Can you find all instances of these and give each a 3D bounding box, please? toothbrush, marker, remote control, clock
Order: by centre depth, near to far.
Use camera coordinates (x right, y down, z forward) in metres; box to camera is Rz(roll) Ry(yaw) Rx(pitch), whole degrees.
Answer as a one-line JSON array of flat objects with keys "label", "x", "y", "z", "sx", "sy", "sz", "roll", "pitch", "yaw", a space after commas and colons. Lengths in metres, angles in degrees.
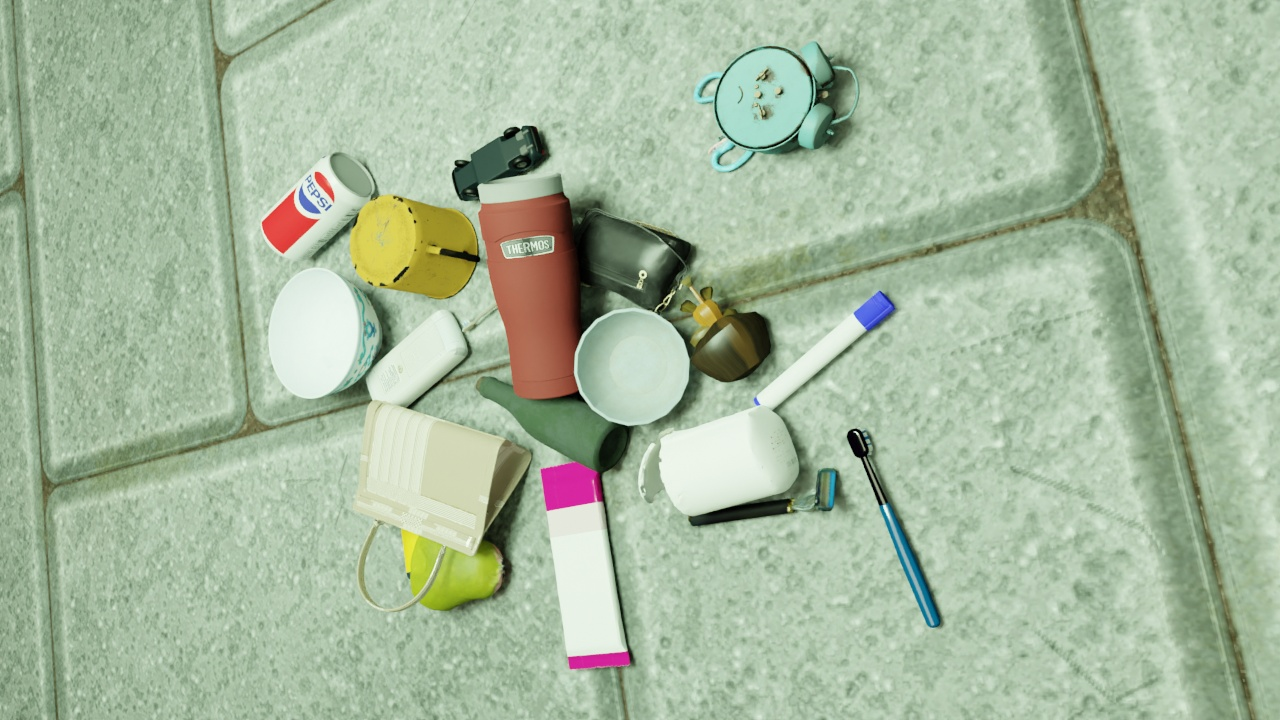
[{"label": "toothbrush", "x": 0.204, "y": 0.133, "z": 0.738, "sx": 0.014, "sy": 0.014, "sz": 0.167, "roll": -30, "pitch": 76, "yaw": 38}, {"label": "marker", "x": 0.153, "y": -0.005, "z": 0.774, "sx": 0.142, "sy": 0.020, "sz": 0.020, "roll": -43, "pitch": 67, "yaw": 21}, {"label": "clock", "x": 0.123, "y": -0.219, "z": 0.776, "sx": 0.124, "sy": 0.053, "sz": 0.090, "roll": 2, "pitch": 90, "yaw": 25}, {"label": "toothbrush", "x": -0.121, "y": -0.081, "z": 0.941, "sx": 0.186, "sy": 0.022, "sz": 0.024, "roll": -38, "pitch": 67, "yaw": 25}, {"label": "remote control", "x": -0.247, "y": 0.004, "z": 1.004, "sx": 0.139, "sy": 0.025, "sz": 0.060, "roll": -37, "pitch": 66, "yaw": 22}]

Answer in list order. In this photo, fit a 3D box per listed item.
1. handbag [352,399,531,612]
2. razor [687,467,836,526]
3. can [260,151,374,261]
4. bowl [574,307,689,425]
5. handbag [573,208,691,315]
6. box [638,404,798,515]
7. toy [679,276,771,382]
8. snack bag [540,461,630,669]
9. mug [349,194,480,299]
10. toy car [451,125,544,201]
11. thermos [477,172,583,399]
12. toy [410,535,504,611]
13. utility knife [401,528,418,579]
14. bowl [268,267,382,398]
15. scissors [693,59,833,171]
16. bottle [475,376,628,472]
[{"label": "handbag", "x": -0.228, "y": 0.157, "z": 0.933, "sx": 0.176, "sy": 0.062, "sz": 0.197, "roll": 13, "pitch": 77, "yaw": 28}, {"label": "razor", "x": 0.105, "y": 0.128, "z": 0.797, "sx": 0.145, "sy": 0.022, "sz": 0.042, "roll": -19, "pitch": 36, "yaw": 33}, {"label": "can", "x": -0.376, "y": -0.178, "z": 1.068, "sx": 0.132, "sy": 0.070, "sz": 0.070, "roll": -34, "pitch": 71, "yaw": 25}, {"label": "bowl", "x": -0.005, "y": 0.005, "z": 0.846, "sx": 0.106, "sy": 0.039, "sz": 0.106, "roll": 1, "pitch": 93, "yaw": 11}, {"label": "handbag", "x": -0.015, "y": -0.093, "z": 0.860, "sx": 0.128, "sy": 0.054, "sz": 0.079, "roll": 24, "pitch": 103, "yaw": 27}, {"label": "box", "x": 0.059, "y": 0.087, "z": 0.794, "sx": 0.143, "sy": 0.080, "sz": 0.089, "roll": -24, "pitch": 91, "yaw": 29}, {"label": "toy", "x": 0.068, "y": -0.030, "z": 0.804, "sx": 0.076, "sy": 0.063, "sz": 0.100, "roll": -35, "pitch": 83, "yaw": -14}, {"label": "snack bag", "x": -0.054, "y": 0.196, "z": 0.888, "sx": 0.070, "sy": 0.016, "sz": 0.196, "roll": -15, "pitch": 79, "yaw": 29}, {"label": "mug", "x": -0.231, "y": -0.118, "z": 0.965, "sx": 0.124, "sy": 0.094, "sz": 0.100, "roll": 13, "pitch": 94, "yaw": 30}, {"label": "toy car", "x": -0.149, "y": -0.205, "z": 0.955, "sx": 0.112, "sy": 0.034, "sz": 0.046, "roll": -24, "pitch": 76, "yaw": 27}, {"label": "thermos", "x": -0.098, "y": -0.073, "z": 0.867, "sx": 0.084, "sy": 0.108, "sz": 0.199, "roll": -9, "pitch": 106, "yaw": -3}, {"label": "toy", "x": -0.189, "y": 0.217, "z": 0.946, "sx": 0.110, "sy": 0.051, "sz": 0.090, "roll": 0, "pitch": 84, "yaw": 30}, {"label": "utility knife", "x": -0.259, "y": 0.130, "z": 1.011, "sx": 0.031, "sy": 0.019, "sz": 0.223, "roll": -16, "pitch": 78, "yaw": 24}, {"label": "bowl", "x": -0.342, "y": -0.028, "z": 1.037, "sx": 0.144, "sy": 0.074, "sz": 0.144, "roll": -2, "pitch": 86, "yaw": 31}, {"label": "scissors", "x": 0.102, "y": -0.241, "z": 0.826, "sx": 0.141, "sy": 0.015, "sz": 0.111, "roll": -41, "pitch": 69, "yaw": 16}, {"label": "bottle", "x": -0.095, "y": 0.052, "z": 0.899, "sx": 0.174, "sy": 0.055, "sz": 0.055, "roll": 22, "pitch": 99, "yaw": 31}]
